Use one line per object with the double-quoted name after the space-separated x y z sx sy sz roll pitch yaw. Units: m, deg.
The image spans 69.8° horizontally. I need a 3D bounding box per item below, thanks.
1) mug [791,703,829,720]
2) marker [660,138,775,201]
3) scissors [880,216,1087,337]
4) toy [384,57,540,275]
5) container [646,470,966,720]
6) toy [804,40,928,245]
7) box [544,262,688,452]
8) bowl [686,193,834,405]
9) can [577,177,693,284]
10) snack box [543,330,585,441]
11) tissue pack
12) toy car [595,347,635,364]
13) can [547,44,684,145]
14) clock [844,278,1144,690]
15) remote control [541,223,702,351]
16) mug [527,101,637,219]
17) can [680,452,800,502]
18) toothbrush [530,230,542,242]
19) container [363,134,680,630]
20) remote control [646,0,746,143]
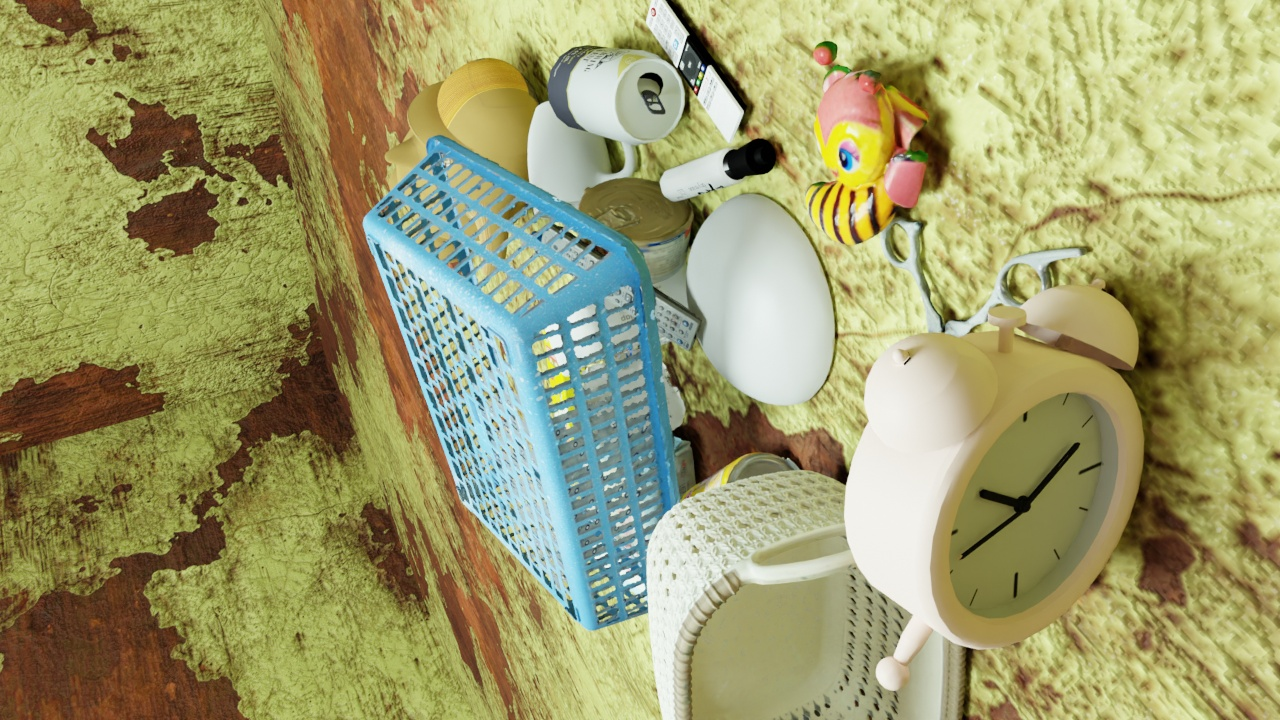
0.098 0.259 0.737 0.104 0.084 0.124 63 178 17 "mug"
0.052 -0.129 0.624 0.126 0.025 0.025 3 108 65 "marker"
0.164 -0.016 0.472 0.174 0.014 0.141 -37 69 63 "scissors"
-0.172 -0.206 0.910 0.198 0.162 0.204 62 144 16 "toy"
0.094 0.189 0.573 0.143 0.184 0.246 -133 34 -63 "container"
0.114 -0.110 0.480 0.084 0.046 0.104 42 146 39 "toy"
-0.007 0.009 0.742 0.126 0.108 0.137 -29 78 66 "box"
0.069 -0.036 0.627 0.149 0.043 0.150 45 144 46 "bowl"
-0.005 -0.098 0.690 0.086 0.086 0.043 53 151 37 "can"
-0.078 0.036 1.009 0.040 0.028 0.148 35 136 54 "snack box"
0.001 0.139 0.846 0.112 0.069 0.182 20 125 45 "tissue pack"
-0.024 0.021 0.843 0.033 0.061 0.092 49 147 43 "toy car"
-0.017 -0.197 0.678 0.127 0.064 0.064 34 136 55 "can"
0.148 0.050 0.404 0.086 0.130 0.161 40 140 51 "clock"
-0.016 -0.054 0.657 0.136 0.013 0.033 35 144 16 "remote control"
-0.048 -0.175 0.772 0.107 0.071 0.089 -10 88 38 "mug"
0.074 0.112 0.685 0.067 0.067 0.105 67 155 13 "can"
-0.077 -0.109 0.928 0.168 0.014 0.014 34 124 54 "toothbrush"
-0.088 0.037 0.704 0.257 0.089 0.363 34 146 40 "container"
0.038 -0.201 0.620 0.124 0.011 0.028 61 154 24 "remote control"
